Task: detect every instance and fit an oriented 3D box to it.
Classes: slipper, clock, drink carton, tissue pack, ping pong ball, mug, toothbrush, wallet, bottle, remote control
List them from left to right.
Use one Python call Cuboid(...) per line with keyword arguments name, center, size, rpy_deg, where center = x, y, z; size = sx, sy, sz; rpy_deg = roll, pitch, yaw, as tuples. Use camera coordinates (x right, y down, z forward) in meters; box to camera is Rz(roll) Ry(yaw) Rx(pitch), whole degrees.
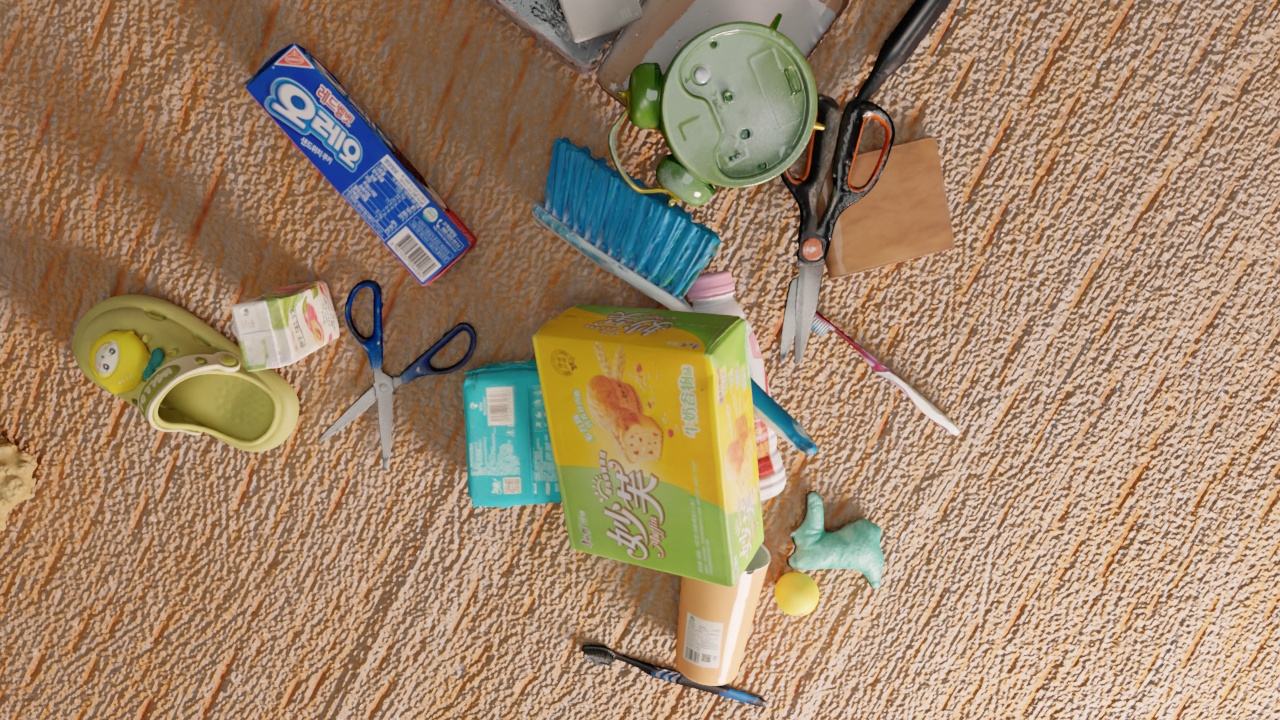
Cuboid(name="slipper", center=(-0.379, 0.015, 0.759), size=(0.190, 0.081, 0.091), rpy_deg=(30, 95, -11))
Cuboid(name="drink carton", center=(-0.283, -0.030, 0.733), size=(0.045, 0.122, 0.053), rpy_deg=(-9, 102, 0))
Cuboid(name="tissue pack", center=(-0.104, 0.066, 0.798), size=(0.093, 0.050, 0.133), rpy_deg=(-1, 101, -5))
Cuboid(name="remote control", center=(-0.046, -0.304, 0.663), size=(0.056, 0.019, 0.135), rpy_deg=(-21, 104, 1))
Cuboid(name="toothbrush", center=(0.033, 0.301, 0.869), size=(0.189, 0.016, 0.014), rpy_deg=(19, 107, -8))
Cuboid(name="clock", center=(0.053, -0.182, 0.687), size=(0.161, 0.056, 0.116), rpy_deg=(-26, 106, -1))
Cuboid(name="mug", center=(0.069, 0.225, 0.828), size=(0.078, 0.078, 0.123), rpy_deg=(7, 105, -4))
Cuboid(name="bottle", center=(0.076, 0.022, 0.793), size=(0.068, 0.068, 0.197), rpy_deg=(-12, 97, -1))
Cuboid(name="ping pong ball", center=(0.144, 0.215, 0.845), size=(0.040, 0.040, 0.040), rpy_deg=(-1, 101, -3))
Cuboid(name="toothbrush", center=(0.215, 0.012, 0.822), size=(0.187, 0.016, 0.017), rpy_deg=(38, 105, -9))
Cuboid(name="wallet", center=(0.208, -0.131, 0.792), size=(0.115, 0.020, 0.101), rpy_deg=(-13, 101, -3))
Cuboid(name="toothbrush", center=(0.213, -0.259, 0.764), size=(0.027, 0.026, 0.213), rpy_deg=(35, 98, -17))

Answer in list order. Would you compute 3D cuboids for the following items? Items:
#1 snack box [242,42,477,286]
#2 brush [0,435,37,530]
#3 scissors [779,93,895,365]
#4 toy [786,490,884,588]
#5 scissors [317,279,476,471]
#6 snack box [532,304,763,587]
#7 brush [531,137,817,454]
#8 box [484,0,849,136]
Cuboid(name="snack box", center=(-0.222, -0.157, 0.744), size=(0.057, 0.058, 0.207), rpy_deg=(-40, 101, 5))
Cuboid(name="brush", center=(-0.607, 0.033, 0.775), size=(0.083, 0.046, 0.254), rpy_deg=(-33, 97, 7))
Cuboid(name="scissors", center=(0.162, -0.105, 0.770), size=(0.148, 0.021, 0.235), rpy_deg=(-12, 99, 4))
Cuboid(name="toy", center=(0.179, 0.166, 0.844), size=(0.092, 0.030, 0.096), rpy_deg=(-4, 95, -5))
Cuboid(name="scissors", center=(-0.218, 0.009, 0.798), size=(0.162, 0.012, 0.174), rpy_deg=(-19, 103, -2))
Cuboid(name="snack box", center=(0.010, 0.066, 0.738), size=(0.158, 0.069, 0.210), rpy_deg=(6, 117, 29))
Cuboid(name="brush", center=(0.037, -0.056, 0.741), size=(0.314, 0.060, 0.109), rpy_deg=(35, 106, 12))
Cuboid(name="box", center=(0.013, -0.291, 0.717), size=(0.259, 0.082, 0.177), rpy_deg=(35, 97, -9))
